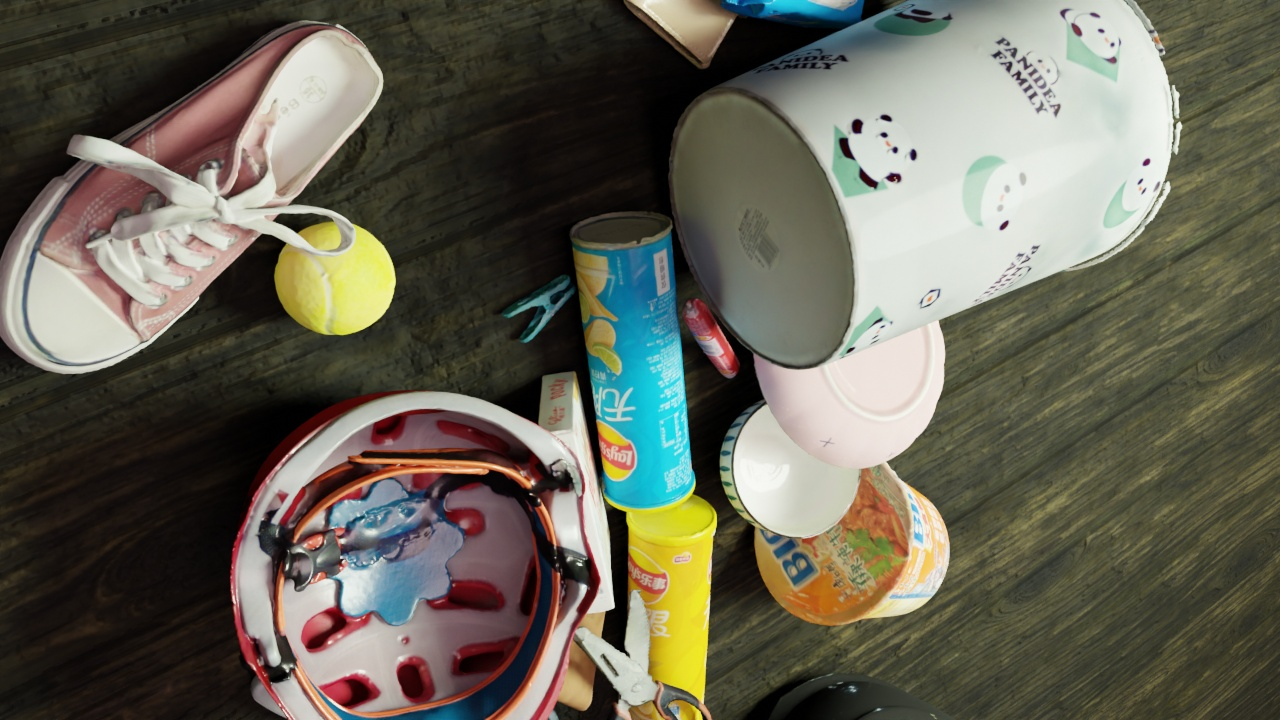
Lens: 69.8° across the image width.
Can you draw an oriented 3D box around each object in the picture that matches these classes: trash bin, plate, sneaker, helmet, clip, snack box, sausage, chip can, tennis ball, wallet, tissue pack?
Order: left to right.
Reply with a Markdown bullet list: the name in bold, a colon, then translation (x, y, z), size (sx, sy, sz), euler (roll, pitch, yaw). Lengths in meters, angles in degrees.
- **sneaker**: translation (-0.224, -0.083, 0.468), size (0.240, 0.088, 0.118), euler (-45, 127, -9)
- **tennis ball**: translation (-0.175, -0.047, 0.528), size (0.065, 0.065, 0.065), euler (-13, 116, -28)
- **helmet**: translation (-0.143, 0.128, 0.568), size (0.206, 0.144, 0.240), euler (-8, 103, -27)
- **clip**: translation (-0.068, -0.038, 0.634), size (0.055, 0.013, 0.037), euler (-39, 126, -11)
- **wallet**: translation (-0.065, 0.195, 0.697), size (0.101, 0.020, 0.115), euler (38, 52, -39)
- **snack box**: translation (-0.045, 0.095, 0.661), size (0.027, 0.084, 0.157), euler (-9, 118, 1)
- **chip can**: translation (-0.004, 0.004, 0.657), size (0.071, 0.071, 0.210), euler (-19, 119, -25)
- **chip can**: translation (0.022, 0.216, 0.765), size (0.072, 0.072, 0.214), euler (-12, 117, -28)
- **sausage**: translation (0.053, -0.014, 0.682), size (0.020, 0.020, 0.156), euler (-51, 156, -4)
- **wallet**: translation (0.048, -0.262, 0.605), size (0.087, 0.024, 0.115), euler (28, 91, -41)
- **tissue pack**: translation (0.112, -0.270, 0.604), size (0.156, 0.052, 0.095), euler (-13, 115, -47)
- **plate**: translation (0.178, -0.010, 0.734), size (0.192, 0.039, 0.192), euler (4, 81, -28)
- **helmet**: translation (0.229, 0.442, 0.897), size (0.233, 0.230, 0.275), euler (-35, 133, -24)
- **trash bin**: translation (0.171, -0.125, 0.612), size (0.251, 0.230, 0.230), euler (-24, 121, -23)

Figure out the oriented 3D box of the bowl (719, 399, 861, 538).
- **bowl**: translation (0.116, 0.086, 0.759), size (0.116, 0.066, 0.116), euler (2, 85, -18)

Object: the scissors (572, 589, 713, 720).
- **scissors**: translation (-0.002, 0.269, 0.713), size (0.188, 0.015, 0.224), euler (15, 106, -36)

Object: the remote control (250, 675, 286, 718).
- **remote control**: translation (-0.205, 0.192, 0.641), size (0.136, 0.020, 0.056), euler (-46, 128, -8)

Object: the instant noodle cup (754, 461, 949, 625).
- **instant noodle cup**: translation (0.193, 0.159, 0.808), size (0.111, 0.151, 0.151), euler (23, 97, -45)

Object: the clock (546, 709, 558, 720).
- **clock**: translation (-0.119, 0.309, 0.722), size (0.117, 0.060, 0.158), euler (-35, 123, -17)
